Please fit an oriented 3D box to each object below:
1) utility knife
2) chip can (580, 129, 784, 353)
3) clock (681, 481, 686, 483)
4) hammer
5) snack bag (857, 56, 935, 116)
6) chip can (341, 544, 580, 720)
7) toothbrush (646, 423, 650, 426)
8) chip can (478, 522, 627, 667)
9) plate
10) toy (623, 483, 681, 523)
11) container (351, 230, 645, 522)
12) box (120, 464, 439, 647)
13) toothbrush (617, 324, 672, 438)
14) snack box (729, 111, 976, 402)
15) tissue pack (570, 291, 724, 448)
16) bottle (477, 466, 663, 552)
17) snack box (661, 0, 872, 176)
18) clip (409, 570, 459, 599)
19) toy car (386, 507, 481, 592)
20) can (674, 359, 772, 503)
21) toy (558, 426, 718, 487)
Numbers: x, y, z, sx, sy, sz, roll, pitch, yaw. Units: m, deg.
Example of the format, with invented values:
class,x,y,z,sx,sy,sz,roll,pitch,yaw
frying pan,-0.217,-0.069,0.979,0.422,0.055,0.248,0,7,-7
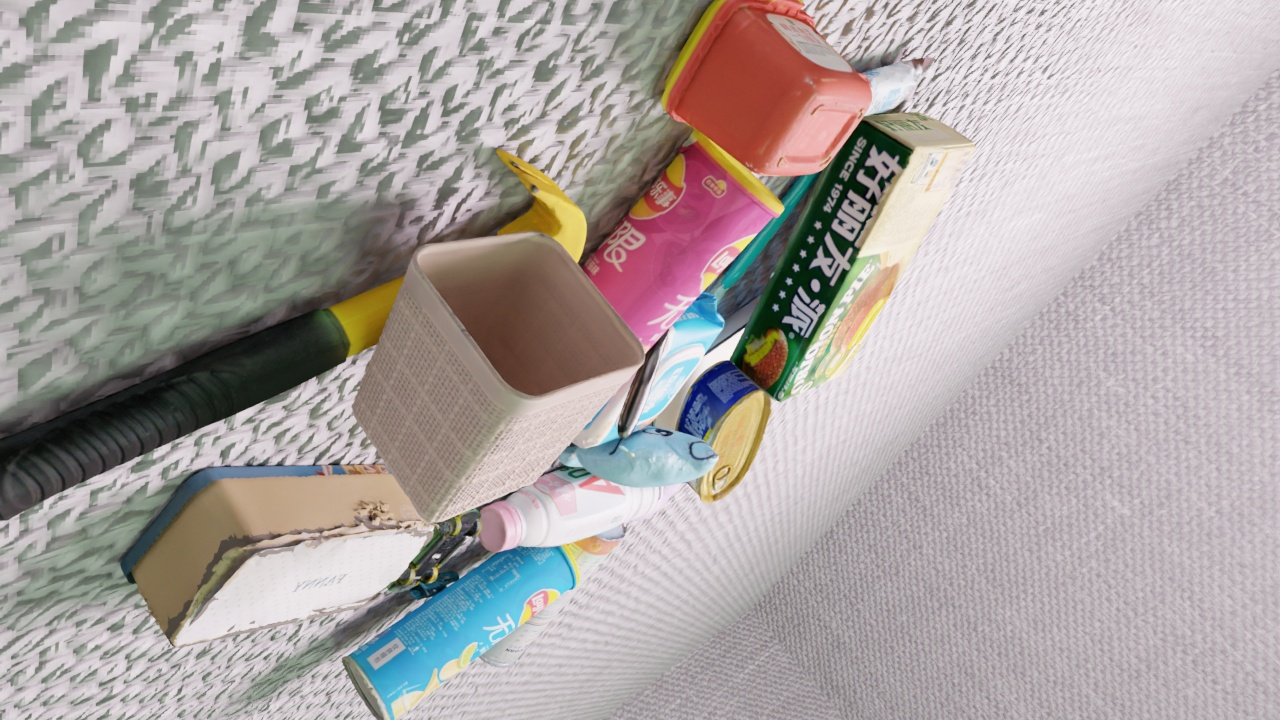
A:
class,x,y,z,sx,sy,sz,roll,pitch,yaw
utility knife,0.090,-0.092,0.730,0.216,0.013,0.029,-53,159,22
chip can,-0.008,-0.040,0.573,0.211,0.071,0.071,-47,159,16
clock,0.062,0.078,0.964,0.121,0.055,0.082,-34,158,-24
hammer,-0.147,-0.013,0.435,0.299,0.033,0.129,-29,156,-30
snack bag,0.165,-0.191,0.646,0.104,0.026,0.048,-27,161,-36
chip can,-0.156,0.232,0.821,0.209,0.071,0.071,-32,158,-31
toothbrush,0.047,0.041,0.913,0.189,0.020,0.029,-27,176,-31
chip can,-0.100,0.228,0.953,0.215,0.071,0.071,-52,158,25
plate,0.107,-0.005,0.878,0.265,0.034,0.162,-36,149,-16
toy,0.017,0.146,1.047,0.108,0.039,0.084,-47,174,0
container,-0.074,0.010,0.444,0.089,0.090,0.111,-19,154,-48
box,-0.207,0.110,0.541,0.090,0.061,0.184,-46,157,11
toothbrush,0.021,-0.033,0.606,0.015,0.018,0.181,26,84,-37
snack box,0.171,-0.083,0.754,0.114,0.063,0.241,-18,141,-45
tissue pack,-0.004,0.004,0.682,0.089,0.063,0.140,-15,147,-54
bottle,-0.062,0.131,0.837,0.196,0.068,0.068,-9,143,-50
snack box,0.072,-0.145,0.492,0.091,0.080,0.082,-15,147,-50
clip,-0.187,0.205,0.833,0.042,0.014,0.056,-48,158,14
toy car,-0.164,0.144,0.716,0.091,0.036,0.043,-43,159,5
can,0.072,0.067,0.838,0.074,0.049,0.148,-25,144,-29
toy,-0.005,0.080,0.762,0.162,0.050,0.156,-2,175,21
